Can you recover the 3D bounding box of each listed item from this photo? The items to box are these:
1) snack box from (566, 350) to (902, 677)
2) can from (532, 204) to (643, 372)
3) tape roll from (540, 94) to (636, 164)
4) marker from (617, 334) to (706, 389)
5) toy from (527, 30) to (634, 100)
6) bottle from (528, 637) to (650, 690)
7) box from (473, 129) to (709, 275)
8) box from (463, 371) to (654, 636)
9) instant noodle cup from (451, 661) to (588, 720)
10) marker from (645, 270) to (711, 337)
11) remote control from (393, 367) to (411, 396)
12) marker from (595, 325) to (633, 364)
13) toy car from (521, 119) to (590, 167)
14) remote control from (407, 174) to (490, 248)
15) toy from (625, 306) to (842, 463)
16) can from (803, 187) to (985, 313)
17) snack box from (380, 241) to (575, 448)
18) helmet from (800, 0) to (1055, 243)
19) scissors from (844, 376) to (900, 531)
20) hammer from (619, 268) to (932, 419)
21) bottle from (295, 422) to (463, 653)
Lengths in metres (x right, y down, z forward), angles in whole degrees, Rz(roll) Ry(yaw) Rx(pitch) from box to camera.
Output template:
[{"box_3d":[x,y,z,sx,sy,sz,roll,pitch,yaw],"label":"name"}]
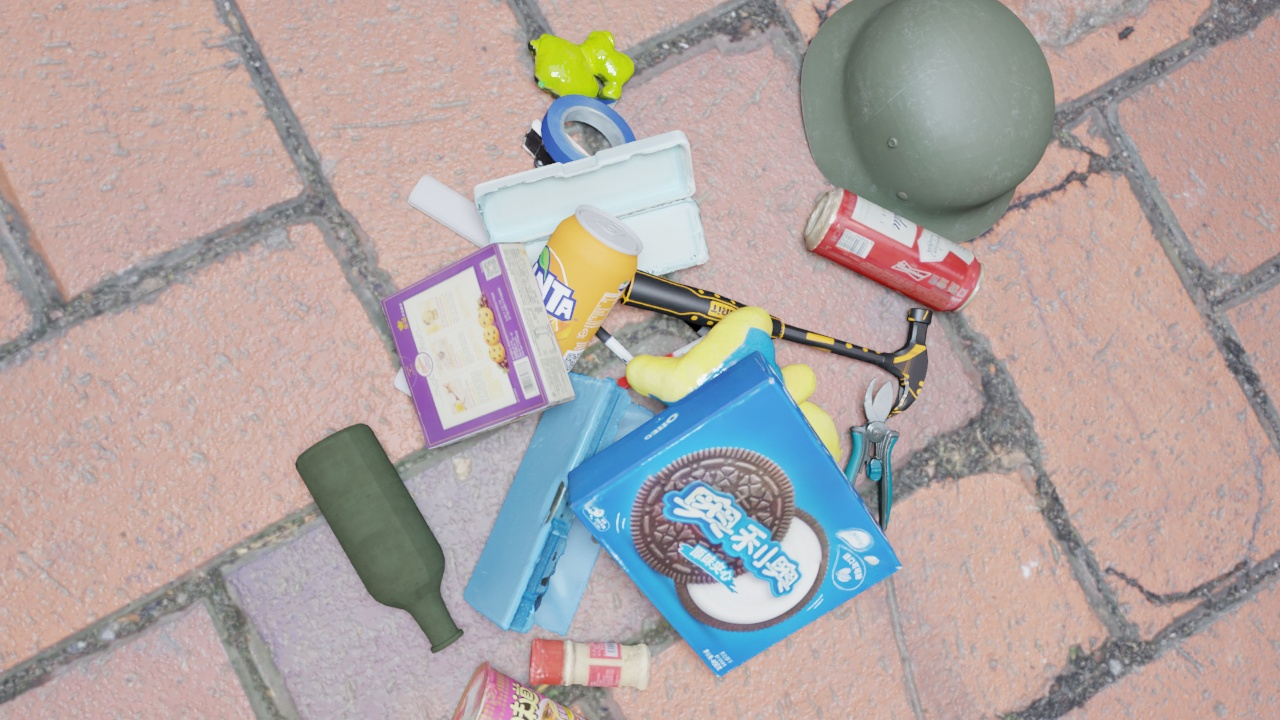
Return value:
[{"box_3d":[0.083,0.138,0.784,0.196,0.056,0.239,-34,114,8],"label":"snack box"},{"box_3d":[-0.063,-0.060,0.814,0.079,0.079,0.143,34,114,-3],"label":"can"},{"box_3d":[-0.048,-0.209,0.866,0.091,0.016,0.093,-7,68,-33],"label":"tape roll"},{"box_3d":[0.043,-0.009,0.847,0.142,0.012,0.013,-28,88,10],"label":"marker"},{"box_3d":[-0.059,-0.286,0.892,0.093,0.036,0.094,-43,97,-15],"label":"toy"},{"box_3d":[-0.046,0.274,0.829,0.109,0.044,0.044,5,83,-8],"label":"bottle"},{"box_3d":[-0.042,-0.127,0.845,0.197,0.049,0.136,-15,122,0],"label":"box"},{"box_3d":[-0.060,0.134,0.836,0.102,0.094,0.231,29,79,-33],"label":"box"},{"box_3d":[-0.104,0.327,0.795,0.108,0.098,0.097,27,81,-13],"label":"instant noodle cup"},{"box_3d":[0.029,-0.061,0.889,0.140,0.016,0.016,43,80,-1],"label":"marker"},{"box_3d":[-0.177,-0.029,0.861,0.045,0.008,0.146,29,81,-4],"label":"remote control"},{"box_3d":[-0.005,0.005,0.879,0.152,0.011,0.011,44,80,-1],"label":"marker"},{"box_3d":[-0.062,-0.184,0.881,0.113,0.039,0.039,42,59,-2],"label":"toy car"},{"box_3d":[-0.157,-0.130,0.872,0.131,0.012,0.033,31,81,-4],"label":"remote control"},{"box_3d":[0.099,0.062,0.828,0.149,0.084,0.214,-29,113,4],"label":"toy"},{"box_3d":[0.247,-0.106,0.897,0.170,0.067,0.067,25,81,-4],"label":"can"},{"box_3d":[-0.144,-0.011,0.797,0.148,0.040,0.143,-20,86,31],"label":"snack box"},{"box_3d":[0.297,-0.243,0.876,0.226,0.154,0.268,-29,100,-10],"label":"helmet"},{"box_3d":[0.224,0.099,0.888,0.128,0.019,0.153,-36,97,-2],"label":"scissors"},{"box_3d":[0.131,-0.026,0.878,0.320,0.036,0.123,15,87,-13],"label":"hammer"},{"box_3d":[-0.220,0.158,0.803,0.071,0.071,0.207,-31,89,-10],"label":"bottle"}]
